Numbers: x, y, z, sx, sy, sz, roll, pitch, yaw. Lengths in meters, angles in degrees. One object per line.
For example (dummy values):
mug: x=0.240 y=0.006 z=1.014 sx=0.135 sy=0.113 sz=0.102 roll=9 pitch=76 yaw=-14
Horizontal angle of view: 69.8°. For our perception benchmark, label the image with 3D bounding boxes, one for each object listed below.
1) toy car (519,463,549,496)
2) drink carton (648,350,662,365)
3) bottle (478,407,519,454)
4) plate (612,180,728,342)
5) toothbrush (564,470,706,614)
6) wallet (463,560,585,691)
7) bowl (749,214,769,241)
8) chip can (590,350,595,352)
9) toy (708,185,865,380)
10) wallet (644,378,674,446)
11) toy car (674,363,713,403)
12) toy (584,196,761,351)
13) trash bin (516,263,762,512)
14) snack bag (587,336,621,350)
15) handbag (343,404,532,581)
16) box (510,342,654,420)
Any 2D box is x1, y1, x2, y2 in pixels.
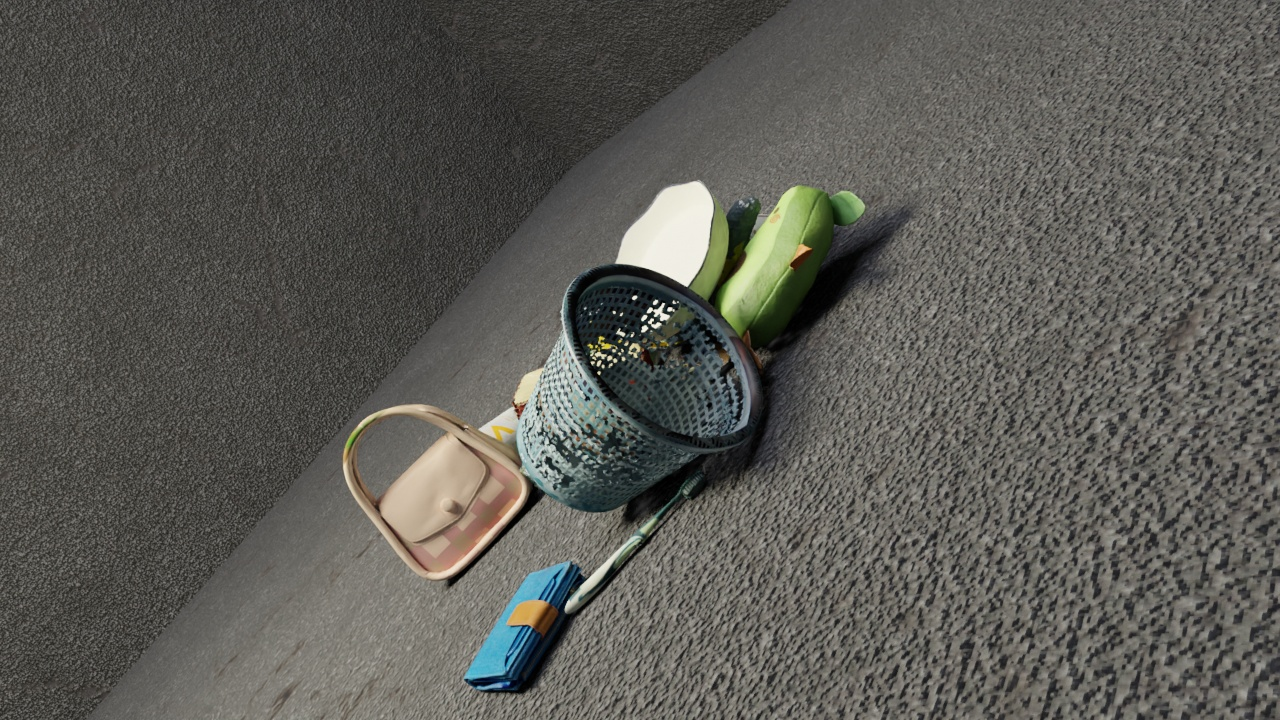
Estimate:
toy car: x=-0.128 y=0.137 z=1.205 sx=0.037 sy=0.054 sz=0.120 roll=-46 pitch=16 yaw=5
drink carton: x=-0.007 y=0.007 z=1.243 sx=0.054 sy=0.045 sz=0.122 roll=-25 pitch=26 yaw=32
bottle: x=-0.220 y=0.131 z=1.324 sx=0.068 sy=0.068 sz=0.189 roll=-27 pitch=7 yaw=45
plate: x=0.031 y=-0.111 z=1.082 sx=0.205 sy=0.045 sz=0.204 roll=-39 pitch=39 yaw=40
toothbrush: x=-0.004 y=0.178 z=0.894 sx=0.191 sy=0.016 sz=0.018 roll=-45 pitch=28 yaw=-4
wallet: x=-0.116 y=0.265 z=0.915 sx=0.107 sy=0.040 sz=0.132 roll=-29 pitch=23 yaw=51
bowl: x=0.168 y=-0.149 z=1.150 sx=0.113 sy=0.113 sz=0.062 roll=-163 pitch=74 yaw=-71
chip can: x=-0.081 y=0.070 z=1.220 sx=0.072 sy=0.072 sz=0.235 roll=-37 pitch=19 yaw=21
toy: x=0.146 y=-0.091 z=1.025 sx=0.246 sy=0.090 sz=0.227 roll=-61 pitch=9 yaw=-6
wallet: x=0.007 y=0.070 z=1.097 sx=0.115 sy=0.020 sz=0.101 roll=-43 pitch=17 yaw=20
toy car: x=0.065 y=0.024 z=1.045 sx=0.035 sy=0.042 sz=0.090 roll=-24 pitch=10 yaw=-7
toy: x=0.037 y=-0.084 z=1.175 sx=0.091 sy=0.138 sz=0.357 roll=-7 pitch=-11 yaw=-40
trash bin: x=-0.021 y=0.046 z=0.944 sx=0.196 sy=0.226 sz=0.225 roll=-50 pitch=10 yaw=39
snack bag: x=-0.012 y=-0.076 z=1.413 sx=0.158 sy=0.068 sz=0.246 roll=-38 pitch=19 yaw=20
handbag: x=-0.276 y=0.154 z=1.193 sx=0.193 sy=0.234 sz=0.093 roll=-45 pitch=23 yaw=0
box: x=-0.066 y=0.030 z=1.102 sx=0.168 sy=0.079 sz=0.091 roll=-17 pitch=24 yaw=14
